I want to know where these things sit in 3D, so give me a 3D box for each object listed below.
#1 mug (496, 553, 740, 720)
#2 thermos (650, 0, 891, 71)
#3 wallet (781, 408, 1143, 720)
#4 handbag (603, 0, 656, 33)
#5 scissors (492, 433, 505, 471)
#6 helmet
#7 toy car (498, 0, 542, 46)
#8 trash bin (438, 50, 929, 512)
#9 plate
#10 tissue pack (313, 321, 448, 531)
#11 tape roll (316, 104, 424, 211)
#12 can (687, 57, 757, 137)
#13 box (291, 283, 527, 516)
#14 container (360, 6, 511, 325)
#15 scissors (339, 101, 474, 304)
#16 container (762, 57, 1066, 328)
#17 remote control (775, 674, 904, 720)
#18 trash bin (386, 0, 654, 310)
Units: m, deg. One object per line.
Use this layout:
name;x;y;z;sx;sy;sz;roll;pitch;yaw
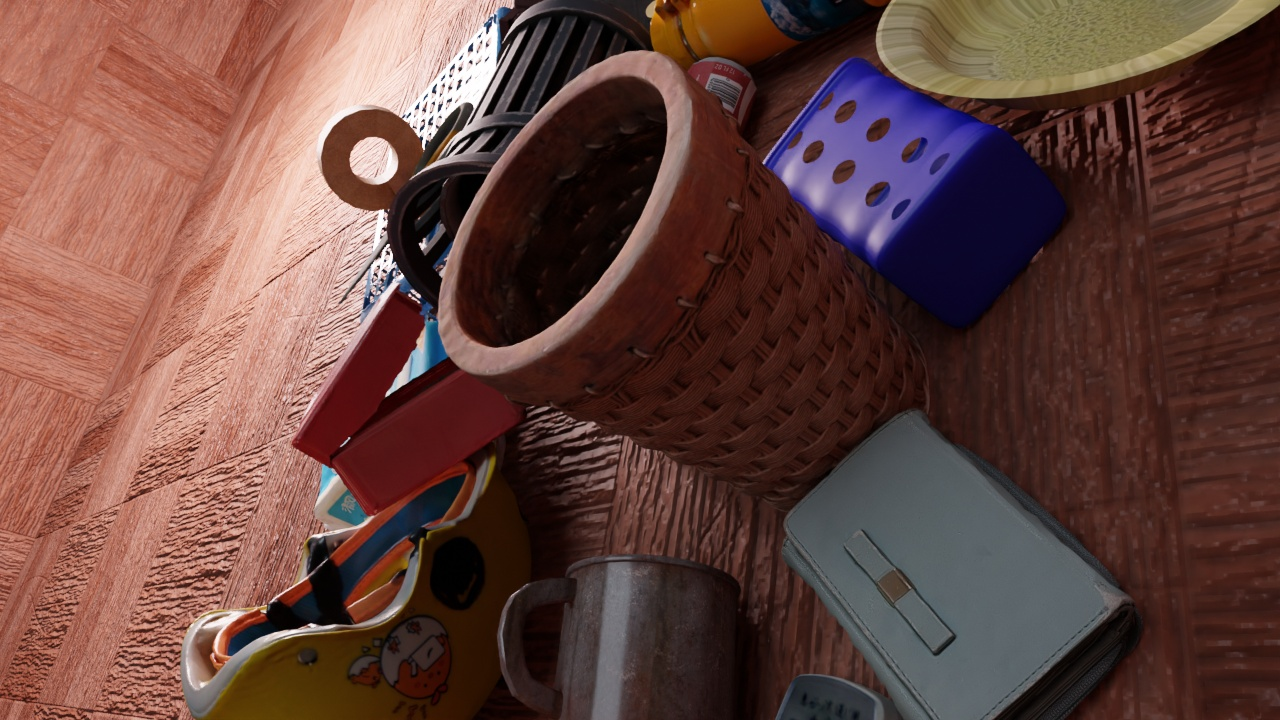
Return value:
mug;-0.012;0.153;0.441;0.097;0.123;0.110;131;150;-50
thermos;0.103;-0.263;0.616;0.233;0.091;0.076;-9;26;46
wallet;0.124;0.092;0.380;0.100;0.054;0.131;-53;40;11
handbag;0.031;-0.306;0.787;0.196;0.072;0.175;-14;55;33
scissors;-0.112;0.042;0.742;0.101;0.016;0.178;7;68;57
helmet;-0.154;0.172;0.590;0.239;0.139;0.210;-40;15;-36
toy car;-0.083;-0.358;0.895;0.070;0.062;0.169;10;43;11
trash bin;0.036;-0.017;0.425;0.152;0.210;0.151;-30;45;34
plate;0.209;-0.164;0.435;0.185;0.036;0.184;-18;40;16
tissue pack;-0.211;0.056;0.804;0.210;0.066;0.116;-41;35;27
tape roll;-0.249;-0.187;0.850;0.094;0.094;0.027;-56;35;6
can;0.045;-0.162;0.655;0.054;0.054;0.096;2;67;52
box;-0.160;0.034;0.641;0.137;0.126;0.157;-53;16;-5
container;-0.170;-0.180;0.908;0.258;0.089;0.361;-36;42;32
scissors;-0.210;-0.129;0.826;0.229;0.016;0.114;-52;35;13
container;0.134;-0.085;0.461;0.084;0.085;0.113;-52;37;13
remote control;0.074;0.192;0.384;0.060;0.028;0.114;1;66;51
trash bin;-0.065;-0.150;0.678;0.165;0.164;0.226;-26;36;39
